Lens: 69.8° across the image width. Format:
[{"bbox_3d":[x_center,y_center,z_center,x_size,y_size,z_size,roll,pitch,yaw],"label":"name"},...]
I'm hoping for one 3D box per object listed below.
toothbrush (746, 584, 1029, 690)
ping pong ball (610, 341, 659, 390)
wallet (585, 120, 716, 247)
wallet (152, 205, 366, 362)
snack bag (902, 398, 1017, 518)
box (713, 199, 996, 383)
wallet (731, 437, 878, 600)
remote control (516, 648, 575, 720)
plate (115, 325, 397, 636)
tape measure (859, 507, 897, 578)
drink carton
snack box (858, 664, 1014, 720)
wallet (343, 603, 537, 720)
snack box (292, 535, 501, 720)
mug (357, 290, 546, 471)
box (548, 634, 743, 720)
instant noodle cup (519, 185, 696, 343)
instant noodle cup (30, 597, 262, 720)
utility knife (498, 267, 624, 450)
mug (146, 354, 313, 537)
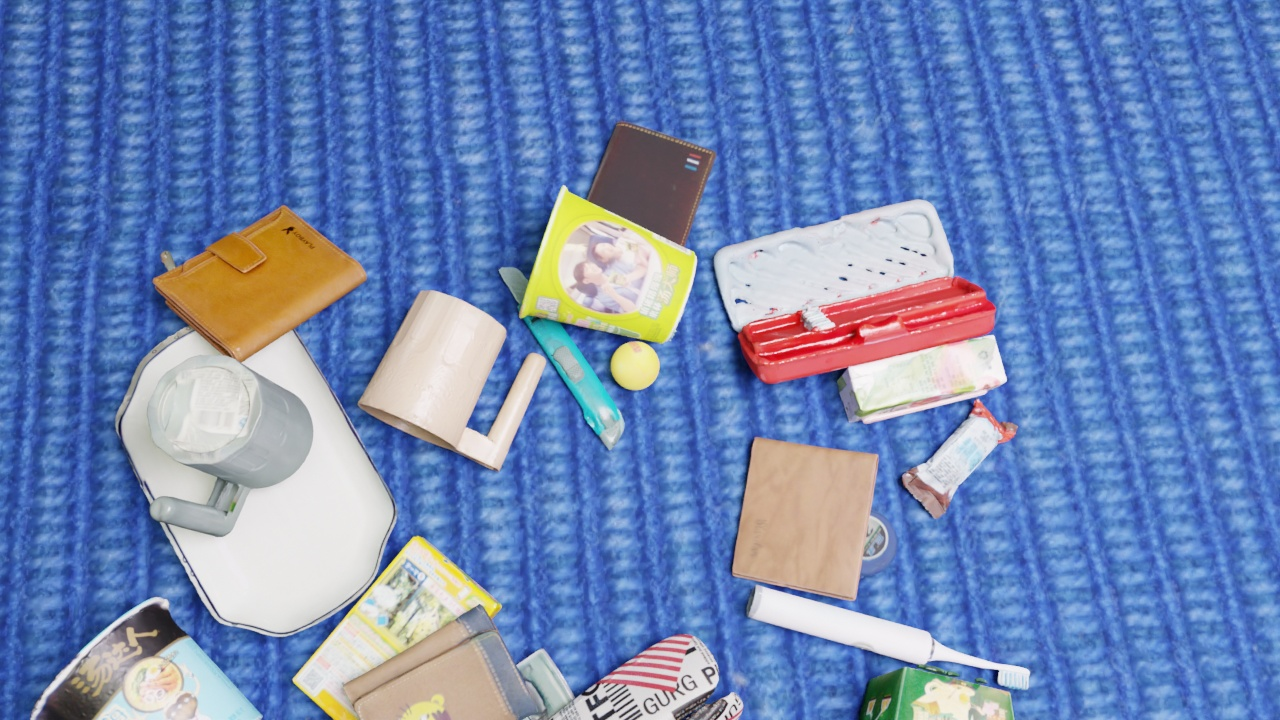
[{"bbox_3d":[0.192,0.216,0.711,0.221,0.027,0.026,15,70,3],"label":"toothbrush"},{"bbox_3d":[-0.004,0.004,0.756,0.040,0.040,0.040,0,75,-1],"label":"ping pong ball"},{"bbox_3d":[0.003,-0.143,0.808,0.096,0.020,0.122,19,78,4],"label":"wallet"},{"bbox_3d":[-0.316,-0.068,0.758,0.119,0.035,0.130,39,56,12],"label":"wallet"},{"bbox_3d":[0.261,0.077,0.748,0.105,0.026,0.045,-44,89,-10],"label":"snack bag"},{"bbox_3d":[0.174,-0.054,0.767,0.201,0.069,0.157,-13,51,-3],"label":"box"},{"bbox_3d":[0.129,0.123,0.723,0.101,0.020,0.115,6,76,23],"label":"wallet"},{"bbox_3d":[-0.116,0.279,0.694,0.135,0.019,0.056,-32,78,-9],"label":"remote control"},{"bbox_3d":[-0.303,0.087,0.734,0.162,0.034,0.265,-33,78,-9],"label":"plate"},{"bbox_3d":[0.175,0.144,0.730,0.054,0.025,0.058,37,88,8],"label":"tape measure"},{"bbox_3d":[0.228,0.018,0.749,0.122,0.053,0.045,-13,76,-3],"label":"drink carton"},{"bbox_3d":[0.209,0.285,0.658,0.118,0.118,0.105,15,63,0],"label":"snack box"},{"bbox_3d":[-0.144,0.244,0.668,0.115,0.033,0.090,-28,90,-10],"label":"wallet"},{"bbox_3d":[-0.185,0.216,0.704,0.087,0.034,0.140,37,79,9],"label":"snack box"},{"bbox_3d":[-0.147,0.017,0.739,0.124,0.084,0.103,29,74,-18],"label":"mug"},{"bbox_3d":[-0.003,0.282,0.678,0.162,0.086,0.075,-33,35,-11],"label":"box"},{"bbox_3d":[-0.023,-0.068,0.745,0.123,0.112,0.111,19,75,-7],"label":"instant noodle cup"},{"bbox_3d":[-0.344,0.251,0.661,0.120,0.111,0.111,39,78,1],"label":"instant noodle cup"},{"bbox_3d":[-0.067,-0.007,0.773,0.029,0.013,0.185,-31,77,-16],"label":"utility knife"},{"bbox_3d":[-0.304,0.065,0.668,0.084,0.103,0.123,17,75,3],"label":"mug"}]
